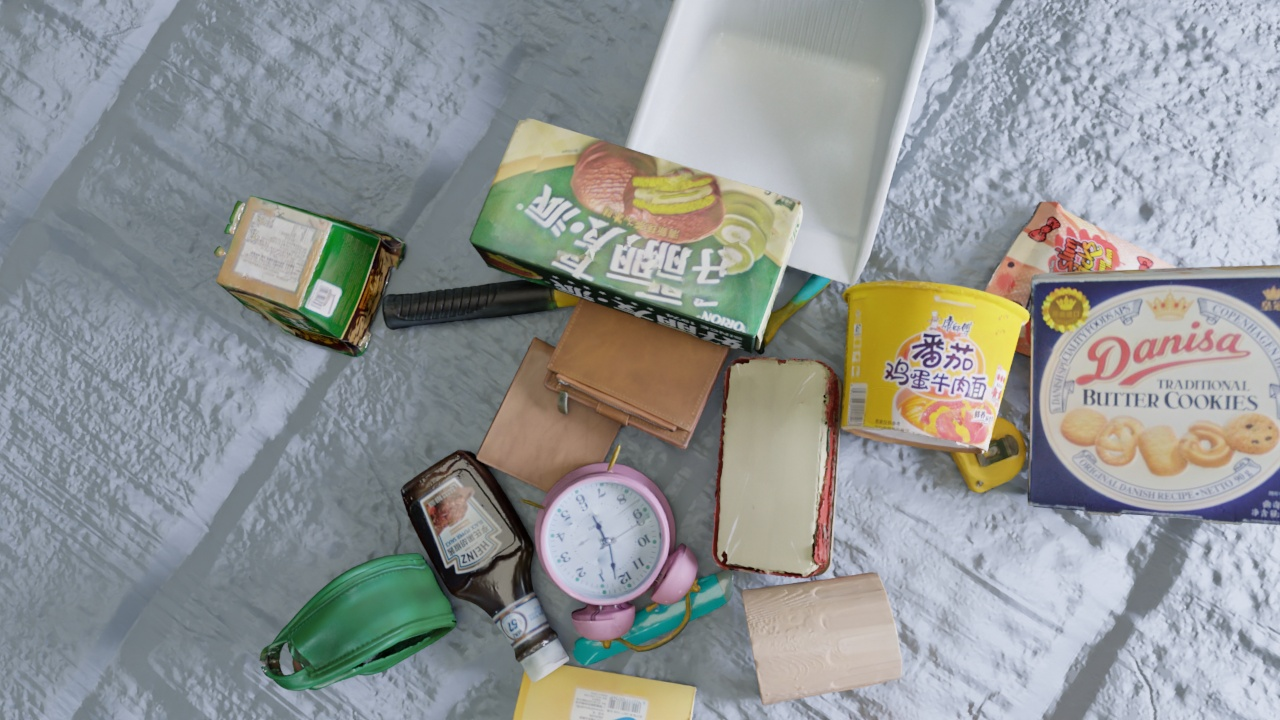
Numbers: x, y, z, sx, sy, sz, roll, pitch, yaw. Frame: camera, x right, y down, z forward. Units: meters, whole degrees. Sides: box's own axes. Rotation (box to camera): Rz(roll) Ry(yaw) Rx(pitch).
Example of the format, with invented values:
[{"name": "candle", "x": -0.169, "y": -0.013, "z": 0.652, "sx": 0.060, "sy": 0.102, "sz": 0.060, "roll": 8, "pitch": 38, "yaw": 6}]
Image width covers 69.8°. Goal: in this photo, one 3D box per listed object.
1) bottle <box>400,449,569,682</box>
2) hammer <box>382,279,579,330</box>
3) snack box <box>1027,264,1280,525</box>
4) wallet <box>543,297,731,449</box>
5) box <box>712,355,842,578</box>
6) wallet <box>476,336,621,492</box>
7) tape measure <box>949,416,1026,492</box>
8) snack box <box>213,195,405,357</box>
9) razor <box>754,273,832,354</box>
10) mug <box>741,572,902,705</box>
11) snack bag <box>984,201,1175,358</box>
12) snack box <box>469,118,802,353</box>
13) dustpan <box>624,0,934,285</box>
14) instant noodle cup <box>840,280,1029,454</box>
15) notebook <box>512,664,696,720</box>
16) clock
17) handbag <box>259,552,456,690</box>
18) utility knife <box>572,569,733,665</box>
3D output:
[{"name": "bottle", "x": -0.123, "y": 0.172, "z": 0.762, "sx": 0.080, "sy": 0.044, "sz": 0.195, "roll": -33, "pitch": 78, "yaw": 2}, {"name": "hammer", "x": -0.076, "y": -0.058, "z": 0.798, "sx": 0.301, "sy": 0.033, "sz": 0.128, "roll": -6, "pitch": 80, "yaw": 6}, {"name": "snack box", "x": 0.383, "y": 0.024, "z": 0.675, "sx": 0.178, "sy": 0.045, "sz": 0.182, "roll": 0, "pitch": 100, "yaw": 27}, {"name": "wallet", "x": -0.004, "y": 0.004, "z": 0.745, "sx": 0.131, "sy": 0.035, "sz": 0.119, "roll": 24, "pitch": 84, "yaw": 10}, {"name": "box", "x": 0.109, "y": 0.083, "z": 0.723, "sx": 0.091, "sy": 0.080, "sz": 0.168, "roll": 2, "pitch": 83, "yaw": 22}, {"name": "wallet", "x": -0.071, "y": 0.053, "z": 0.777, "sx": 0.101, "sy": 0.020, "sz": 0.115, "roll": 27, "pitch": 89, "yaw": -7}, {"name": "tape measure", "x": 0.280, "y": 0.072, "z": 0.740, "sx": 0.057, "sy": 0.029, "sz": 0.060, "roll": -24, "pitch": 80, "yaw": 2}, {"name": "snack box", "x": -0.288, "y": -0.079, "z": 0.788, "sx": 0.117, "sy": 0.105, "sz": 0.118, "roll": 18, "pitch": 85, "yaw": 8}, {"name": "razor", "x": 0.137, "y": -0.061, "z": 0.775, "sx": 0.132, "sy": 0.028, "sz": 0.043, "roll": -44, "pitch": 49, "yaw": 2}, {"name": "mug", "x": 0.137, "y": 0.220, "z": 0.699, "sx": 0.103, "sy": 0.125, "sz": 0.084, "roll": -11, "pitch": 42, "yaw": 4}, {"name": "snack bag", "x": 0.385, "y": -0.033, "z": 0.732, "sx": 0.208, "sy": 0.073, "sz": 0.128, "roll": 31, "pitch": 87, "yaw": 17}, {"name": "snack box", "x": -0.003, "y": -0.099, "z": 0.725, "sx": 0.240, "sy": 0.063, "sz": 0.114, "roll": 19, "pitch": 80, "yaw": 9}, {"name": "dustpan", "x": 0.113, "y": -0.231, "z": 0.735, "sx": 0.223, "sy": 0.143, "sz": 0.257, "roll": 18, "pitch": 72, "yaw": 9}, {"name": "instant noodle cup", "x": 0.216, "y": 0.009, "z": 0.701, "sx": 0.138, "sy": 0.138, "sz": 0.109, "roll": 9, "pitch": 83, "yaw": 8}, {"name": "notebook", "x": -0.043, "y": 0.345, "z": 0.708, "sx": 0.146, "sy": 0.010, "sz": 0.205, "roll": 6, "pitch": 60, "yaw": 9}, {"name": "clock", "x": -0.019, "y": 0.158, "z": 0.741, "sx": 0.117, "sy": 0.060, "sz": 0.158, "roll": -30, "pitch": 88, "yaw": -3}, {"name": "handbag", "x": -0.219, "y": 0.211, "z": 0.728, "sx": 0.120, "sy": 0.131, "sz": 0.068, "roll": -33, "pitch": 76, "yaw": 4}, {"name": "utility knife", "x": 0.012, "y": 0.213, "z": 0.760, "sx": 0.151, "sy": 0.013, "sz": 0.029, "roll": -26, "pitch": 77, "yaw": 5}]
